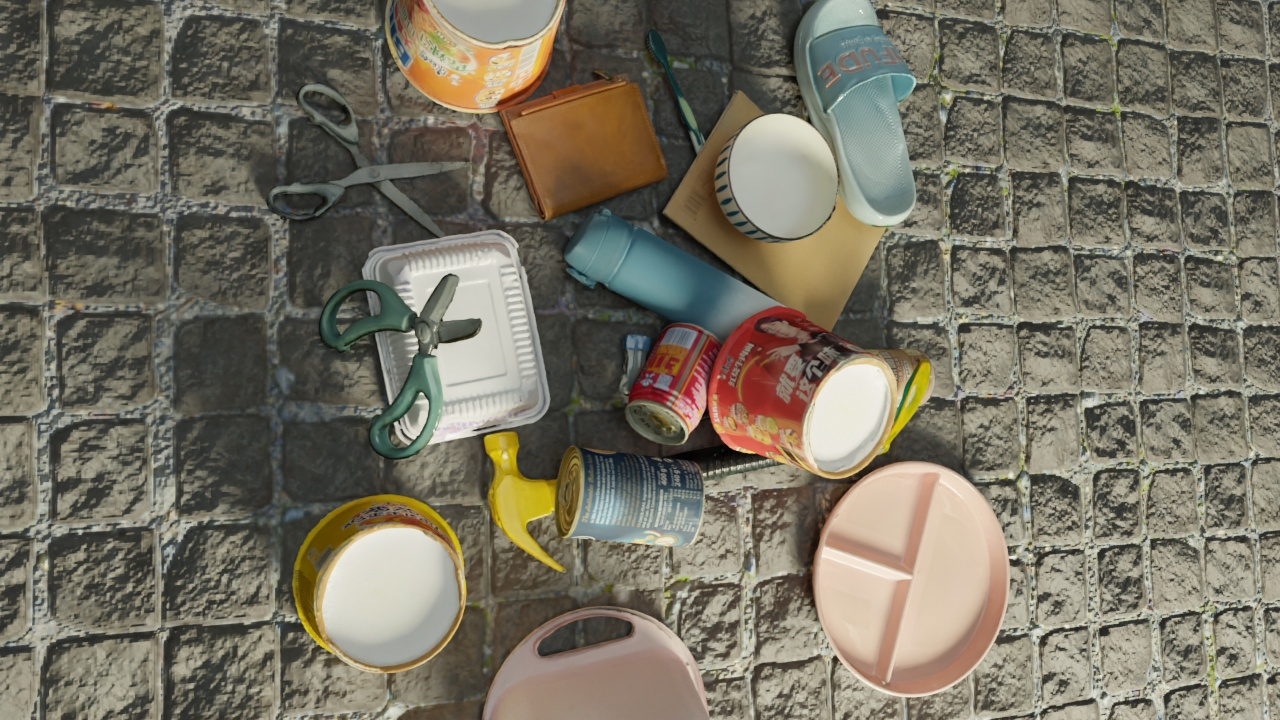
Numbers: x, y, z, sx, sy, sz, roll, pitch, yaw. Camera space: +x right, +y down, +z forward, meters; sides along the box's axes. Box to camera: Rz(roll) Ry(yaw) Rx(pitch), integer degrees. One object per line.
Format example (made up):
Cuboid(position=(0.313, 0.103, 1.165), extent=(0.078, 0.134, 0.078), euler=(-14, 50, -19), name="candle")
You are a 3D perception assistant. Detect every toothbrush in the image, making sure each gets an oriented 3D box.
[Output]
Cuboid(position=(0.047, -0.225, 0.881), extent=(0.016, 0.018, 0.191), euler=(-26, 97, -21), name="toothbrush")

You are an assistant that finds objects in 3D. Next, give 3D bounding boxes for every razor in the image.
Cuboid(position=(0.245, 0.049, 0.877), extent=(0.043, 0.133, 0.028), euler=(3, 46, -17), name="razor")

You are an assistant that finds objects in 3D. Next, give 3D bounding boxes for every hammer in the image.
Cuboid(position=(0.011, 0.105, 0.832), extent=(0.300, 0.033, 0.128), euler=(-9, 89, -19), name="hammer")

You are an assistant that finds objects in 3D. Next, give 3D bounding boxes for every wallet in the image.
Cuboid(position=(-0.051, -0.203, 0.833), extent=(0.130, 0.035, 0.119), euler=(-23, 93, -21), name="wallet")

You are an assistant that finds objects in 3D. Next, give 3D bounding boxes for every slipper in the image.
Cuboid(position=(0.222, -0.253, 0.903), extent=(0.104, 0.074, 0.245), euler=(-10, 83, -24), name="slipper")

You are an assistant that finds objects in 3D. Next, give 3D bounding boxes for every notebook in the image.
Cuboid(position=(0.138, -0.140, 0.897), extent=(0.211, 0.012, 0.149), euler=(35, 74, -17), name="notebook")

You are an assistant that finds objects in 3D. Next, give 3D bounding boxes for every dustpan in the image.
Cuboid(position=(-0.029, 0.367, 0.812), extent=(0.222, 0.139, 0.274), euler=(-5, 116, -21), name="dustpan")

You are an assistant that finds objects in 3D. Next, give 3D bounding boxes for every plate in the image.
Cuboid(position=(0.269, 0.215, 0.916), extent=(0.229, 0.028, 0.229), euler=(2, 84, -19), name="plate")

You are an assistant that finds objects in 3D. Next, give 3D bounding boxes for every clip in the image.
Cuboid(position=(-0.006, 0.005, 0.843), extent=(0.026, 0.039, 0.058), euler=(7, 82, -21), name="clip")

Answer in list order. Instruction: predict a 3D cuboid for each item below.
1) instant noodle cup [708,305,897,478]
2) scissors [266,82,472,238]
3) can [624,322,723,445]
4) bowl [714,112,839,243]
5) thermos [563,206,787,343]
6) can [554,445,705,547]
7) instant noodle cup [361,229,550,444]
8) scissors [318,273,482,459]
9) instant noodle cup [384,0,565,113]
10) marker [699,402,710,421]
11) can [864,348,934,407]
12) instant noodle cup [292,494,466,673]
Cuboid(position=(0.143, 0.031, 0.786), extent=(0.137, 0.109, 0.138), euler=(-12, 112, -32), name="instant noodle cup")
Cuboid(position=(-0.232, -0.156, 0.778), extent=(0.159, 0.014, 0.180), euler=(-45, 102, -17), name="scissors")
Cuboid(position=(0.031, 0.021, 0.815), extent=(0.066, 0.067, 0.093), euler=(37, 56, -13), name="can")
Cuboid(position=(0.117, -0.163, 0.848), extent=(0.116, 0.066, 0.116), euler=(1, 86, -22), name="bowl")
Cuboid(position=(0.036, -0.065, 0.839), extent=(0.220, 0.070, 0.070), euler=(26, 78, -15), name="thermos")
Cuboid(position=(-0.009, 0.115, 0.767), extent=(0.111, 0.075, 0.075), euler=(9, 83, -18), name="can")
Cuboid(position=(-0.149, -0.021, 0.770), extent=(0.137, 0.060, 0.173), euler=(-12, 93, -19), name="instant noodle cup")
Cuboid(position=(-0.198, -0.016, 0.724), extent=(0.179, 0.019, 0.173), euler=(40, 116, 21), name="scissors")
Cuboid(position=(-0.133, -0.299, 0.771), extent=(0.151, 0.112, 0.151), euler=(1, 86, -19), name="instant noodle cup")
Cuboid(position=(0.104, 0.034, 0.881), extent=(0.124, 0.015, 0.018), euler=(-18, 91, -17), name="marker")
Cuboid(position=(0.225, 0.018, 0.900), extent=(0.116, 0.059, 0.058), euler=(-1, 86, -19), name="can")
Cuboid(position=(-0.197, 0.176, 0.713), extent=(0.138, 0.110, 0.138), euler=(2, 85, -20), name="instant noodle cup")
